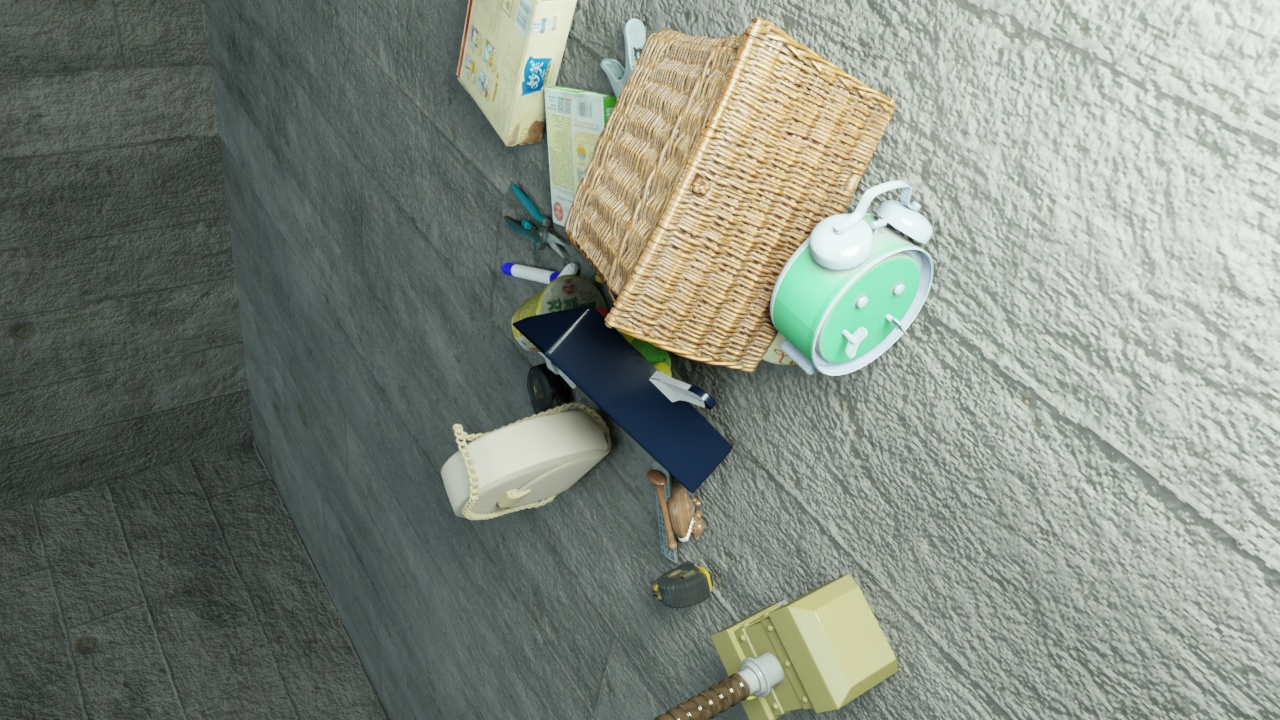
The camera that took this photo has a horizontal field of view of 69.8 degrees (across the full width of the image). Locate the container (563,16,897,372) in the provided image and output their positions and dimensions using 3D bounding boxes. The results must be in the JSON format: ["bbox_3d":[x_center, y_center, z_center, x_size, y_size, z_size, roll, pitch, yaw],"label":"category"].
[{"bbox_3d":[0.051,-0.148,0.772,0.183,0.162,0.250,44,112,50],"label":"container"}]

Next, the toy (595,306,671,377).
[{"bbox_3d":[-0.006,0.006,1.059,0.131,0.096,0.124,9,114,28],"label":"toy"}]

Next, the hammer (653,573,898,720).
[{"bbox_3d":[0.065,0.325,0.869,0.100,0.324,0.191,64,147,14],"label":"hammer"}]

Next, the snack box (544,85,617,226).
[{"bbox_3d":[-0.067,-0.235,1.091,0.132,0.027,0.168,28,127,49],"label":"snack box"}]

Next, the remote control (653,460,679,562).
[{"bbox_3d":[0.033,0.187,1.144,0.033,0.013,0.137,22,122,51],"label":"remote control"}]

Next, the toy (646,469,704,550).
[{"bbox_3d":[0.045,0.173,1.078,0.041,0.054,0.102,-143,37,-64],"label":"toy"}]

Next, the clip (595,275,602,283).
[{"bbox_3d":[-0.045,-0.126,1.120,0.046,0.035,0.053,47,145,6],"label":"clip"}]

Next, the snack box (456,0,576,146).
[{"bbox_3d":[-0.158,-0.394,1.130,0.153,0.055,0.208,55,144,26],"label":"snack box"}]

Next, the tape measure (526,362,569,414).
[{"bbox_3d":[-0.132,0.040,1.303,0.072,0.042,0.072,-27,79,61],"label":"tape measure"}]

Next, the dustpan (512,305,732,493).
[{"bbox_3d":[-0.003,0.034,0.991,0.236,0.080,0.273,45,176,-23],"label":"dustpan"}]

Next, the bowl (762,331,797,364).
[{"bbox_3d":[0.123,-0.045,0.845,0.118,0.073,0.118,30,128,47],"label":"bowl"}]

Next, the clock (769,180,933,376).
[{"bbox_3d":[0.172,-0.064,0.714,0.075,0.121,0.162,49,144,35],"label":"clock"}]

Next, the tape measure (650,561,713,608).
[{"bbox_3d":[0.052,0.270,1.103,0.063,0.067,0.038,-2,102,57],"label":"tape measure"}]

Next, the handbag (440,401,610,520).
[{"bbox_3d":[-0.160,0.134,1.232,0.211,0.208,0.103,-46,62,54],"label":"handbag"}]

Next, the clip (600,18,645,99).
[{"bbox_3d":[0.007,-0.273,0.947,0.108,0.028,0.163,-41,63,53],"label":"clip"}]

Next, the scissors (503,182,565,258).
[{"bbox_3d":[-0.146,-0.186,1.240,0.149,0.019,0.122,-5,96,52],"label":"scissors"}]

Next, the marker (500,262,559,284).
[{"bbox_3d":[-0.153,-0.121,1.280,0.142,0.020,0.020,17,118,53],"label":"marker"}]

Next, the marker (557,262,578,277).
[{"bbox_3d":[-0.121,-0.087,1.224,0.134,0.017,0.020,-47,70,39],"label":"marker"}]

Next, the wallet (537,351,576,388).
[{"bbox_3d":[-0.109,-0.021,1.249,0.116,0.032,0.086,39,132,42],"label":"wallet"}]

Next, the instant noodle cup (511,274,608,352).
[{"bbox_3d":[-0.110,-0.051,1.165,0.108,0.102,0.102,-13,93,55],"label":"instant noodle cup"}]
